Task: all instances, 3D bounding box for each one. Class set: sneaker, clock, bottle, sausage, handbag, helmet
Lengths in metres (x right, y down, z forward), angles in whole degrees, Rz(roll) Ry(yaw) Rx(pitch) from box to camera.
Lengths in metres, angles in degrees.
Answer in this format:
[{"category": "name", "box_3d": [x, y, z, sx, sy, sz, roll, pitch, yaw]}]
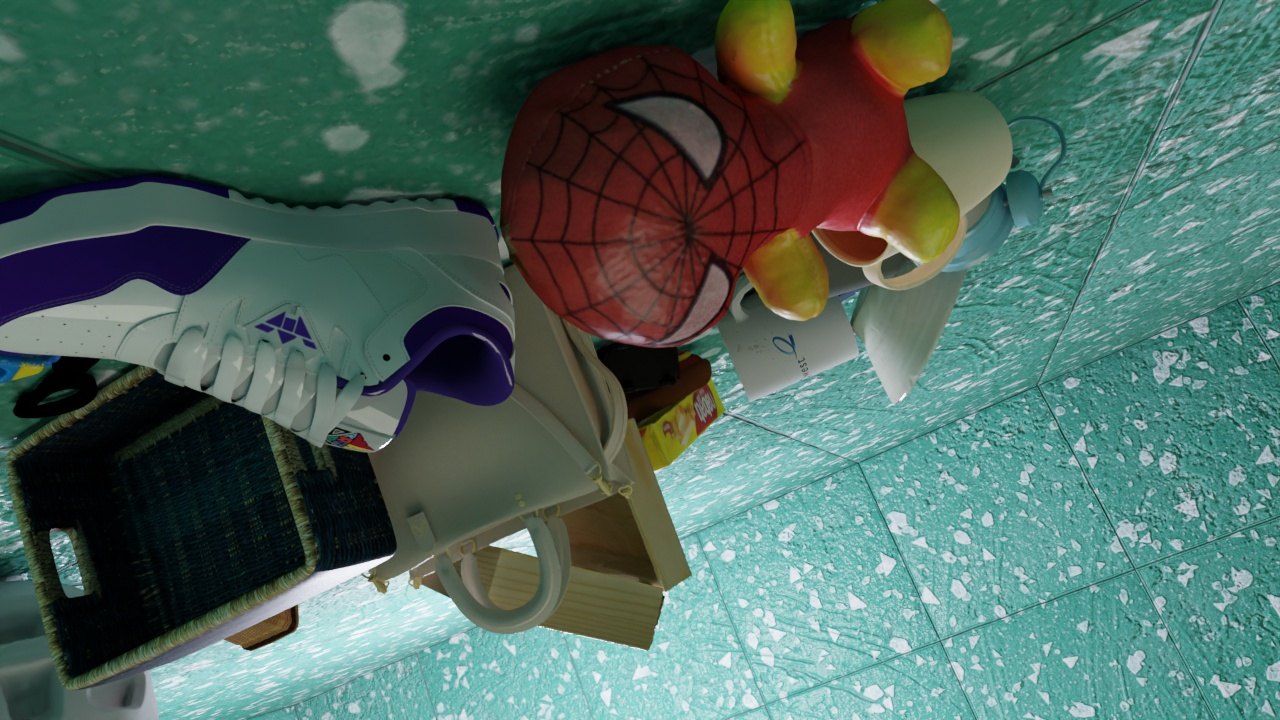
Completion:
[{"category": "sneaker", "box_3d": [-0.157, -0.008, 0.401, 0.243, 0.111, 0.092, -8, 159, -41]}, {"category": "clock", "box_3d": [0.219, -0.109, 0.597, 0.123, 0.087, 0.042, -40, 140, 15]}, {"category": "bottle", "box_3d": [0.149, -0.080, 0.656, 0.108, 0.060, 0.060, -17, 163, -15]}, {"category": "sausage", "box_3d": [0.005, 0.029, 0.813, 0.155, 0.040, 0.040, -26, 171, -42]}, {"category": "handbag", "box_3d": [-0.096, 0.067, 0.565, 0.195, 0.197, 0.101, -25, 164, 13]}, {"category": "helmet", "box_3d": [-0.523, 0.283, 0.735, 0.223, 0.183, 0.283, 1, 146, -41]}]

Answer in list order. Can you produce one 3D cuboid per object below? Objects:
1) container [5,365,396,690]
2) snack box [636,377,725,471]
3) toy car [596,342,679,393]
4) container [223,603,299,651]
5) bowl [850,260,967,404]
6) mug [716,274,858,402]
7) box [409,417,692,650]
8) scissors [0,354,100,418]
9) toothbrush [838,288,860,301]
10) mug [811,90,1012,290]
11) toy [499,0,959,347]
[{"category": "container", "box_3d": [-0.243, 0.078, 0.507, 0.188, 0.145, 0.071, -27, 167, 17]}, {"category": "snack box", "box_3d": [0.012, 0.069, 0.876, 0.092, 0.042, 0.200, -23, -177, 23]}, {"category": "toy car", "box_3d": [-0.005, 0.005, 0.770, 0.091, 0.042, 0.036, -8, -179, -41]}, {"category": "container", "box_3d": [-0.353, 0.193, 0.816, 0.063, 0.113, 0.061, -26, 151, 15]}, {"category": "bowl", "box_3d": [0.211, -0.057, 0.739, 0.058, 0.176, 0.177, 21, 165, 8]}, {"category": "mug", "box_3d": [0.113, -0.033, 0.751, 0.096, 0.083, 0.120, -23, 135, 5]}, {"category": "box", "box_3d": [-0.070, 0.143, 0.726, 0.178, 0.142, 0.249, -56, -163, -19]}, {"category": "scissors", "box_3d": [-0.277, 0.004, 0.458, 0.131, 0.018, 0.109, -17, 166, -14]}, {"category": "toothbrush", "box_3d": [0.210, -0.070, 0.847, 0.190, 0.017, 0.016, -31, 162, 29]}, {"category": "mug", "box_3d": [0.159, -0.098, 0.539, 0.104, 0.111, 0.085, -26, -151, -20]}, {"category": "toy", "box_3d": [0.038, -0.083, 0.407, 0.216, 0.147, 0.099, -18, -162, -18]}]
